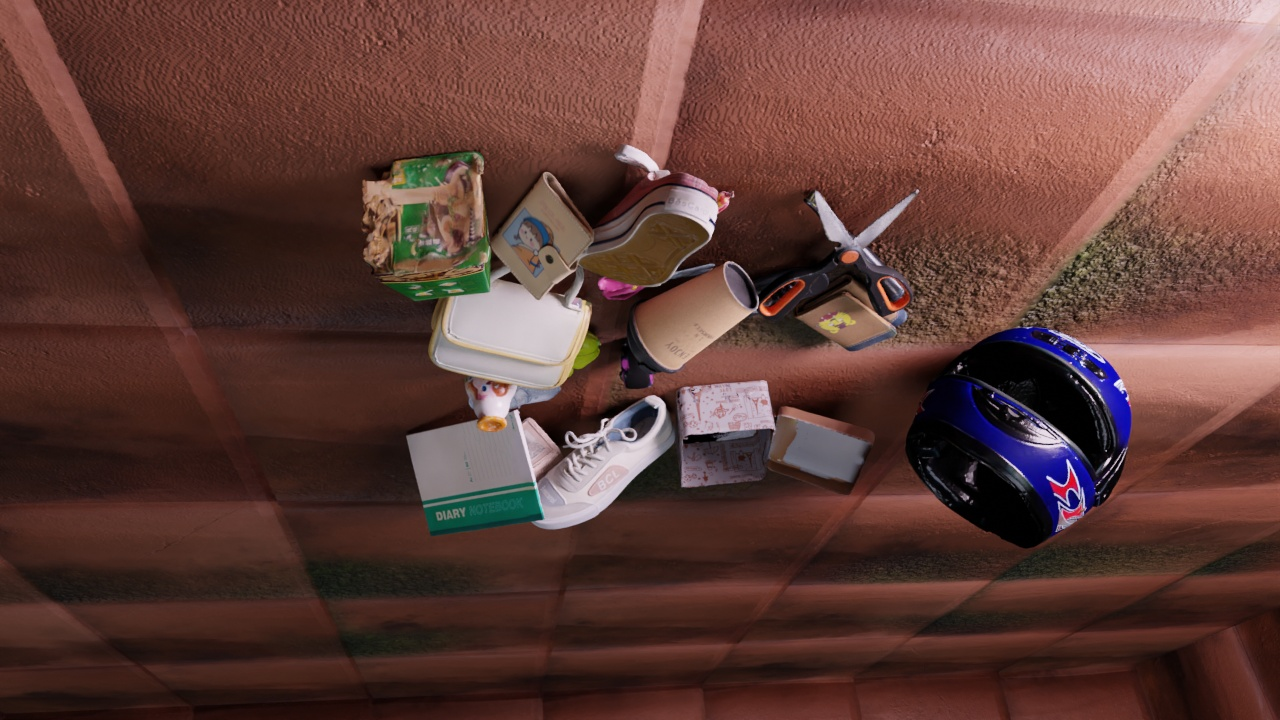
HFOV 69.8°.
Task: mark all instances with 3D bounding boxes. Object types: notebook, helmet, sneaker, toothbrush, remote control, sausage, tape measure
[{"bbox_3d":[-0.228,0.157,1.248,0.210,0.150,0.012,-14,180,33],"label":"notebook"},{"bbox_3d":[0.474,0.076,1.132,0.240,0.247,0.315,-50,153,-8],"label":"helmet"},{"bbox_3d":[0.009,-0.136,0.877,0.118,0.087,0.242,21,163,-17],"label":"sneaker"},{"bbox_3d":[-0.056,0.133,1.233,0.241,0.089,0.091,-36,144,-16],"label":"sneaker"},{"bbox_3d":[0.230,-0.122,0.987,0.027,0.026,0.212,-51,134,5],"label":"toothbrush"},{"bbox_3d":[0.146,-0.078,1.045,0.137,0.024,0.053,-18,146,20],"label":"remote control"},{"bbox_3d":[0.036,-0.133,0.947,0.020,0.020,0.156,23,139,-38],"label":"sausage"},{"bbox_3d":[-0.007,0.007,1.134,0.039,0.057,0.057,-6,151,4],"label":"tape measure"}]

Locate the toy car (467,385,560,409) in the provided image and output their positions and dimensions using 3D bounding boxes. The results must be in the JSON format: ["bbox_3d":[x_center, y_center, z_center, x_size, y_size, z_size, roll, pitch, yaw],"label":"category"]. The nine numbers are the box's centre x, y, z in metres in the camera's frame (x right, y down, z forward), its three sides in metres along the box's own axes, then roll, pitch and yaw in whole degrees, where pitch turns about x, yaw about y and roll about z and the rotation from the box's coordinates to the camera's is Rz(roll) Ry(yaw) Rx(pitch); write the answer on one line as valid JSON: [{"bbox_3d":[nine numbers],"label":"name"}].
[{"bbox_3d":[-0.164,0.040,1.190,0.120,0.036,0.054,-9,148,2],"label":"toy car"}]

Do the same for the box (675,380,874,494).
[{"bbox_3d":[0.182,0.116,1.287,0.259,0.110,0.179,-4,149,0],"label":"box"}]

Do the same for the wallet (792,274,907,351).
[{"bbox_3d":[0.250,-0.055,1.094,0.115,0.033,0.090,27,138,-36],"label":"wallet"}]

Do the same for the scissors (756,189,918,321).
[{"bbox_3d":[0.214,-0.103,0.975,0.221,0.021,0.234,-29,138,30],"label":"scissors"}]

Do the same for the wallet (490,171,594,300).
[{"bbox_3d":[-0.096,-0.118,0.905,0.024,0.087,0.115,-30,173,-47],"label":"wallet"}]

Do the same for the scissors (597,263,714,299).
[{"bbox_3d":[0.020,-0.088,1.025,0.137,0.017,0.073,-8,159,-5],"label":"scissors"}]

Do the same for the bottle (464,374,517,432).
[{"bbox_3d":[-0.179,0.031,1.101,0.063,0.108,0.063,-4,150,-3],"label":"bottle"}]

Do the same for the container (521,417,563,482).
[{"bbox_3d":[-0.157,0.151,1.302,0.090,0.090,0.111,-36,150,-17],"label":"container"}]

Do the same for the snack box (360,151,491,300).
[{"bbox_3d":[-0.190,-0.116,0.871,0.117,0.118,0.106,-6,161,3],"label":"snack box"}]

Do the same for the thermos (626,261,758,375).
[{"bbox_3d":[0.056,-0.048,1.019,0.144,0.093,0.093,-30,141,32],"label":"thermos"}]

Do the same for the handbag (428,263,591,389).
[{"bbox_3d":[-0.137,-0.052,1.008,0.163,0.063,0.179,13,131,-18],"label":"handbag"}]

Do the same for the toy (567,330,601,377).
[{"bbox_3d":[-0.092,-0.010,1.118,0.100,0.031,0.097,-11,142,14],"label":"toy"}]
